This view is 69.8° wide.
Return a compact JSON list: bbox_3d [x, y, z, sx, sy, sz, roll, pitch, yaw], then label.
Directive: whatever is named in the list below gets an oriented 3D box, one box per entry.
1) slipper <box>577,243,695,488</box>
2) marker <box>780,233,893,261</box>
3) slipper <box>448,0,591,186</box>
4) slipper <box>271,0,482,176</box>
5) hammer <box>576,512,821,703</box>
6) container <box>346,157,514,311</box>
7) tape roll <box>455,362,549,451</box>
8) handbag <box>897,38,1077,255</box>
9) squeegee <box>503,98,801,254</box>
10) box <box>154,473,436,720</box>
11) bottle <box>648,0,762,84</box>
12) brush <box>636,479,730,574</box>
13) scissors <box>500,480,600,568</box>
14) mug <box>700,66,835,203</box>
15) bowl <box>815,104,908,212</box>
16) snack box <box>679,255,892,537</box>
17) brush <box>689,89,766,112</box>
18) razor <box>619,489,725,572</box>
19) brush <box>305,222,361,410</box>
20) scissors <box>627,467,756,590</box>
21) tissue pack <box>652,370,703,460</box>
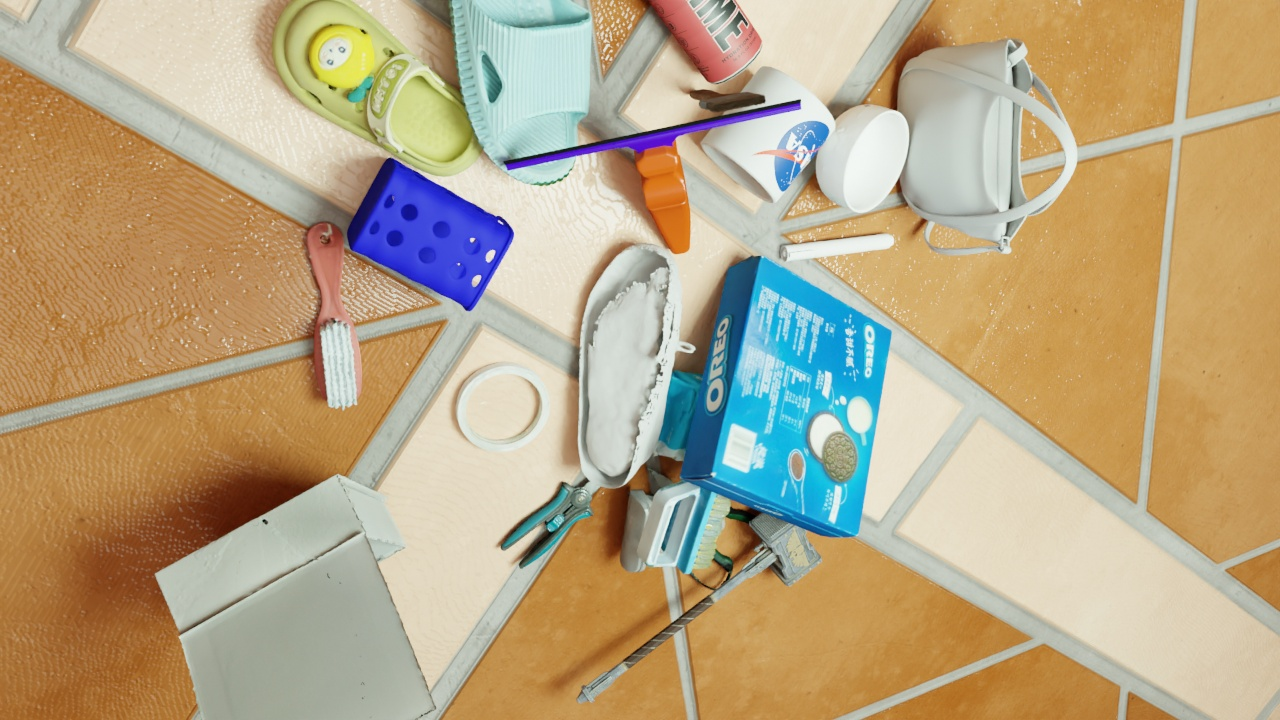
[{"bbox_3d":[-0.005,0.005,0.915,0.112,0.074,0.247,11,106,9],"label":"slipper"},{"bbox_3d":[0.212,-0.121,0.977,0.133,0.020,0.017,-9,109,-18],"label":"marker"},{"bbox_3d":[-0.102,-0.278,0.757,0.115,0.070,0.276,-28,117,-34],"label":"slipper"},{"bbox_3d":[-0.208,-0.215,0.749,0.190,0.081,0.092,33,98,-31],"label":"slipper"},{"bbox_3d":[0.061,0.286,1.042,0.321,0.044,0.098,-35,132,-9],"label":"hammer"},{"bbox_3d":[-0.184,-0.110,0.796,0.113,0.085,0.084,28,98,-26],"label":"container"},{"bbox_3d":[-0.137,0.047,0.914,0.093,0.013,0.093,-7,112,-19],"label":"tape roll"},{"bbox_3d":[0.340,-0.197,0.881,0.095,0.222,0.216,-15,114,-14],"label":"handbag"},{"bbox_3d":[0.023,-0.157,0.839,0.250,0.055,0.185,-10,150,7],"label":"squeegee"},{"bbox_3d":[-0.256,0.223,0.661,0.166,0.506,0.149,-30,113,-7],"label":"box"},{"bbox_3d":[0.036,-0.330,0.805,0.062,0.062,0.176,-44,119,-1],"label":"bottle"},{"bbox_3d":[0.049,0.146,0.934,0.075,0.055,0.136,7,108,-32],"label":"brush"},{"bbox_3d":[-0.082,0.168,0.978,0.129,0.019,0.139,3,102,-15],"label":"scissors"},{"bbox_3d":[0.126,-0.208,0.880,0.090,0.091,0.121,-51,153,3],"label":"mug"},{"bbox_3d":[0.216,-0.204,0.916,0.104,0.054,0.105,-27,132,-34],"label":"bowl"},{"bbox_3d":[0.156,0.039,0.937,0.195,0.056,0.238,25,68,-27],"label":"snack box"},{"bbox_3d":[0.067,-0.232,0.809,0.045,0.143,0.008,-13,112,-7],"label":"brush"},{"bbox_3d":[0.039,0.182,1.005,0.116,0.047,0.088,-1,113,-24],"label":"razor"},{"bbox_3d":[-0.274,-0.036,0.821,0.041,0.030,0.172,-7,112,-19],"label":"brush"},{"bbox_3d":[0.058,0.196,1.047,0.209,0.015,0.155,17,105,-25],"label":"scissors"},{"bbox_3d":[0.082,0.065,0.976,0.144,0.061,0.093,7,108,-23],"label":"tissue pack"}]
